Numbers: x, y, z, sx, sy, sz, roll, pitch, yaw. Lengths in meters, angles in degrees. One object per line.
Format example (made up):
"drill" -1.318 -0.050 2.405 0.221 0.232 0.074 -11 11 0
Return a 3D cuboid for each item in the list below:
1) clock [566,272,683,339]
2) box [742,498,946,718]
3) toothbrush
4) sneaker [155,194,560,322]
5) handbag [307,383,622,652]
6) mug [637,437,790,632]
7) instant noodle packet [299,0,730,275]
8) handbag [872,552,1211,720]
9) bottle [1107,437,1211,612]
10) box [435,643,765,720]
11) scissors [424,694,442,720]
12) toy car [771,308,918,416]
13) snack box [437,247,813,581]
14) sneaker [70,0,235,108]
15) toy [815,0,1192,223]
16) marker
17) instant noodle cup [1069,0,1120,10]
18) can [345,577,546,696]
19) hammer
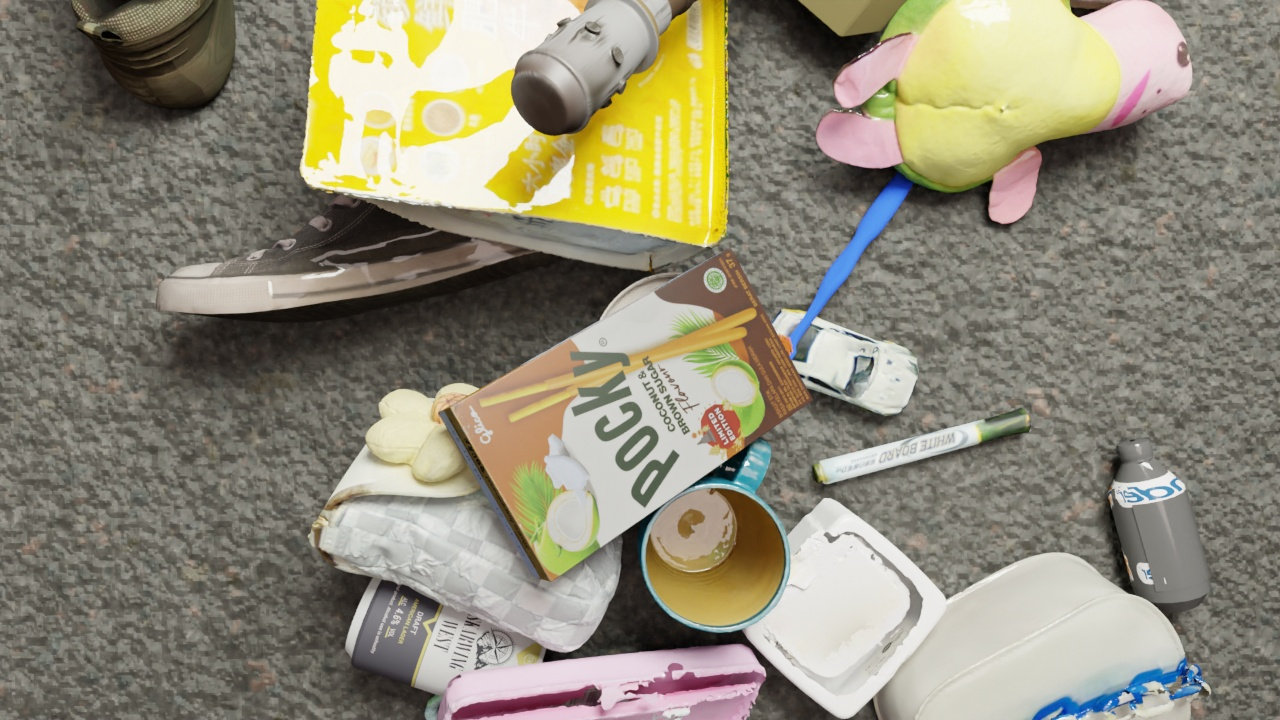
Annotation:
"clock" -0.003 0.003 0.575 0.156 0.061 0.103 -12 92 -10
"box" 0.124 0.154 0.576 0.102 0.076 0.107 43 86 -4
"toothbrush" 0.130 -0.065 0.584 0.016 0.018 0.182 27 74 37
"sneaker" -0.176 -0.091 0.550 0.235 0.095 0.120 -15 89 0
"handbag" -0.085 0.085 0.540 0.171 0.112 0.124 25 115 -6
"mug" 0.045 0.096 0.556 0.084 0.104 0.112 27 87 -3
"instant noodle packet" -0.066 -0.148 0.504 0.221 0.084 0.163 7 78 -28
"handbag" 0.261 0.244 0.580 0.200 0.093 0.199 -31 99 -2
"bottle" 0.335 0.106 0.598 0.047 0.047 0.112 -16 91 -3
"box" -0.024 0.240 0.548 0.201 0.073 0.150 3 97 -25
"scissors" -0.058 0.262 0.600 0.175 0.032 0.078 15 95 -2
"toy car" 0.130 0.001 0.595 0.105 0.033 0.048 19 88 -4
"snack box" -0.003 0.025 0.505 0.185 0.032 0.101 -31 95 -24
"sneaker" -0.282 -0.276 0.515 0.101 0.143 0.238 9 90 -2
"toy" 0.223 -0.172 0.558 0.238 0.087 0.190 -11 129 -7
"marker" 0.185 0.057 0.605 0.146 0.017 0.017 -15 91 -2
"instant noodle cup" 0.294 -0.285 0.573 0.097 0.097 0.109 16 98 -3
"can" -0.112 0.176 0.569 0.127 0.064 0.064 20 90 -3
"hammer" 0.041 -0.216 0.476 0.190 0.101 0.323 40 58 -3
